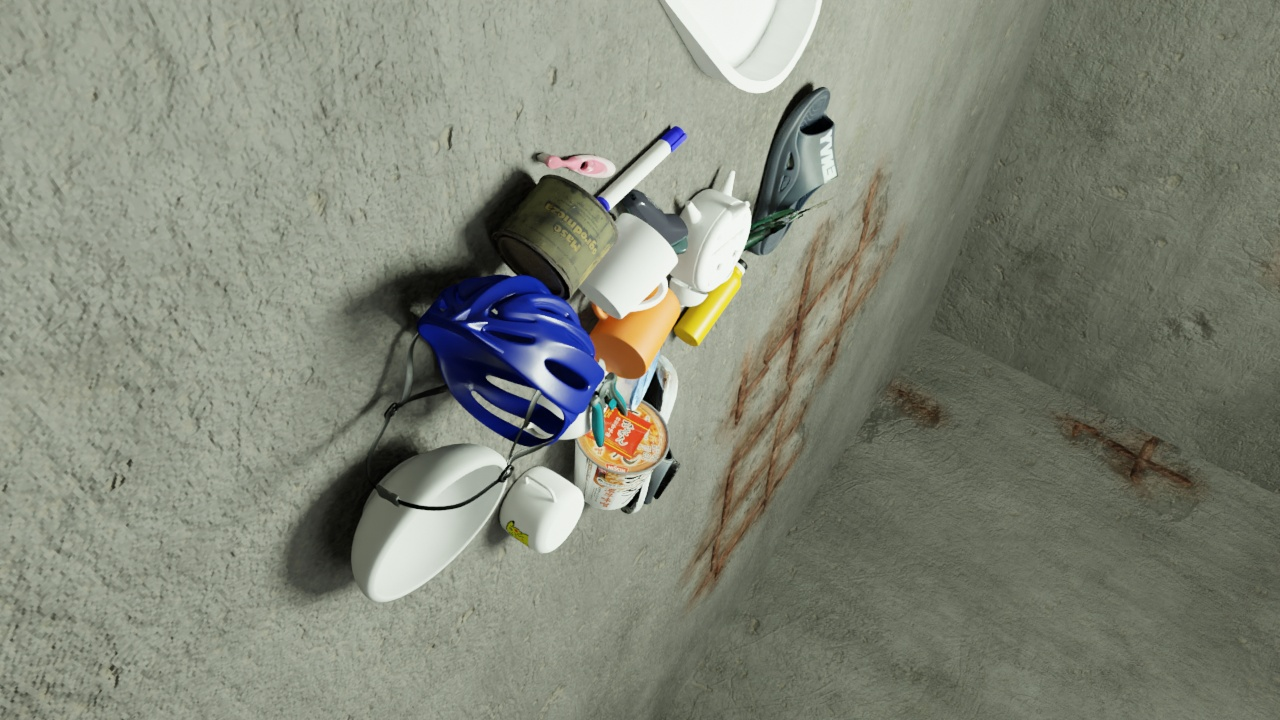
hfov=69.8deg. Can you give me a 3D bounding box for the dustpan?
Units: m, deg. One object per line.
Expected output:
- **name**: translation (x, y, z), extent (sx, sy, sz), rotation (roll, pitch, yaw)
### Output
- **dustpan**: translation (0.125, -0.393, 0.970), extent (0.191, 0.053, 0.257), rotation (-61, 159, 1)

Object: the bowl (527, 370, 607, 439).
- **bowl**: translation (-0.073, 0.048, 1.091), extent (0.114, 0.050, 0.115), rotation (-47, 155, -30)

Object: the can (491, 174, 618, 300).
- **can**: translation (-0.078, -0.109, 0.828), extent (0.074, 0.090, 0.090), rotation (-53, 157, -18)

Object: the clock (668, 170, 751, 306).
- **clock**: translation (0.094, -0.149, 1.182), extent (0.125, 0.073, 0.161), rotation (-41, 152, -40)

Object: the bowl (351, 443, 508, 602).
- **bowl**: translation (-0.210, 0.141, 0.871), extent (0.176, 0.066, 0.177), rotation (-45, 162, -19)

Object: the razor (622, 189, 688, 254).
- **razor**: translation (0.016, -0.159, 1.044), extent (0.052, 0.047, 0.143), rotation (-37, 157, 8)

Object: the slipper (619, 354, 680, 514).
- **slipper**: translation (0.016, 0.110, 1.285), extent (0.063, 0.111, 0.264), rotation (-4, 124, -25)

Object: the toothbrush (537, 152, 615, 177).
- **toothbrush**: translation (-0.059, -0.187, 0.878), extent (0.134, 0.016, 0.022), rotation (-15, 132, -64)

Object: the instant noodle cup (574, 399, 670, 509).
- **instant noodle cup**: translation (-0.035, 0.129, 1.204), extent (0.123, 0.123, 0.122), rotation (-43, 162, -37)

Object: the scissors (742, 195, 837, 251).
- **scissors**: translation (0.195, -0.191, 1.318), extent (0.209, 0.015, 0.138), rotation (-23, 170, -37)

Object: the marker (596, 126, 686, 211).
- **marker**: translation (0.001, -0.204, 0.978), extent (0.141, 0.020, 0.020), rotation (-48, 155, -29)

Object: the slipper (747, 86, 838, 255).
- **slipper**: translation (0.233, -0.261, 1.341), extent (0.110, 0.083, 0.269), rotation (-33, 147, -47)

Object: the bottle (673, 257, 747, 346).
- **bottle**: translation (0.105, -0.088, 1.324), extent (0.143, 0.043, 0.043), rotation (-54, 158, -16)

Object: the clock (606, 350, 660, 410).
- **clock**: translation (-0.007, 0.007, 1.173), extent (0.125, 0.052, 0.089), rotation (-57, 166, -50)

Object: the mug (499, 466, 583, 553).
- **mug**: translation (-0.121, 0.179, 1.127), extent (0.094, 0.068, 0.116), rotation (-47, 155, -30)

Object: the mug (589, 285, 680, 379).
- **mug**: translation (-0.017, -0.051, 1.061), extent (0.112, 0.078, 0.095), rotation (52, 52, -31)

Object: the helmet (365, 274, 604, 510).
- **helmet**: translation (-0.135, 0.037, 0.801), extent (0.227, 0.148, 0.242), rotation (-60, 159, -15)

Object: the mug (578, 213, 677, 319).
- **mug**: translation (-0.011, -0.090, 1.000), extent (0.087, 0.081, 0.114), rotation (-50, 137, -10)

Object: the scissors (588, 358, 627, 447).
- **scissors**: translation (-0.041, 0.050, 1.067), extent (0.154, 0.019, 0.126), rotation (-7, 122, -62)
